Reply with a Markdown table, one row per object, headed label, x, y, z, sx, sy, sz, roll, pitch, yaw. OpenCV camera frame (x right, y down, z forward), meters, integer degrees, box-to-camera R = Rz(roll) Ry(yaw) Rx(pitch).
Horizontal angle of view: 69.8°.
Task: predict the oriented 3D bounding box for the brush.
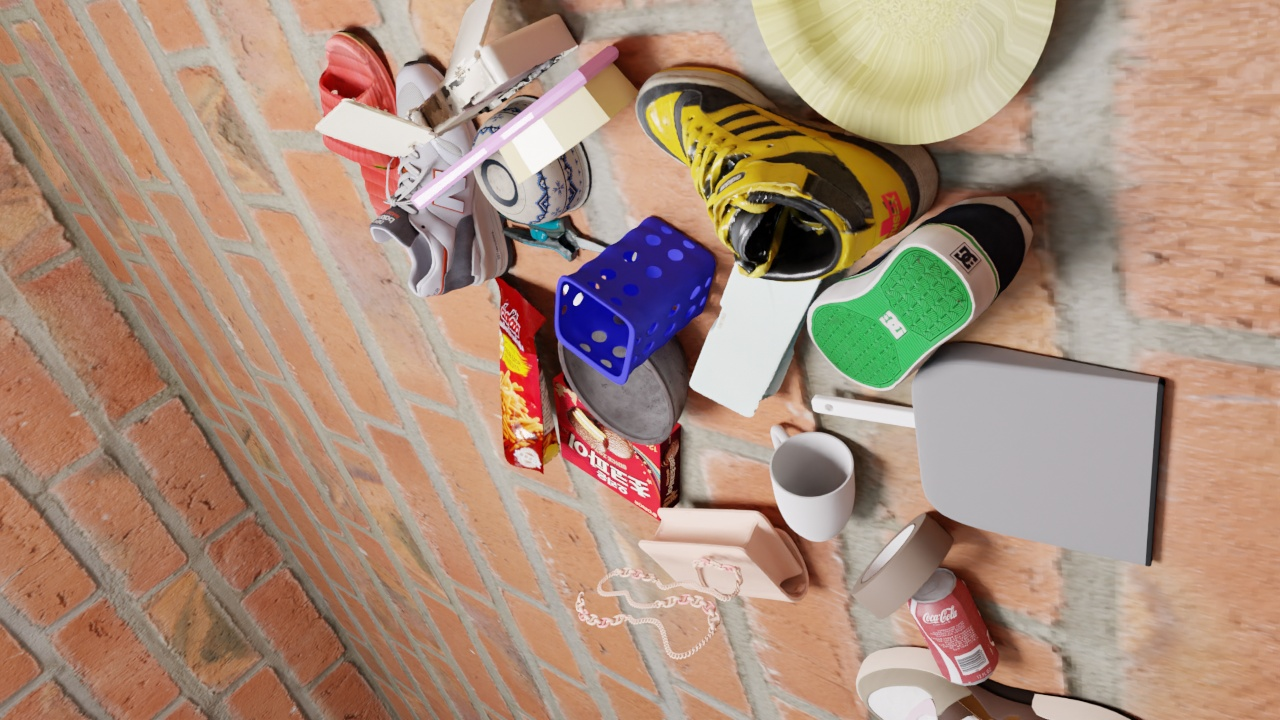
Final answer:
| label | x | y | z | sx | sy | sz | roll | pitch | yaw |
| --- | --- | --- | --- | --- | --- | --- | --- | --- | --- |
| brush | -0.100 | -0.173 | 0.749 | 0.229 | 0.089 | 0.043 | -27 | 109 | 32 |

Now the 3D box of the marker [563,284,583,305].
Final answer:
| label | x | y | z | sx | sy | sz | roll | pitch | yaw |
| --- | --- | --- | --- | --- | --- | --- | --- | --- | --- |
| marker | -0.046 | -0.030 | 0.945 | 0.025 | 0.025 | 0.126 | 6 | 128 | 47 |

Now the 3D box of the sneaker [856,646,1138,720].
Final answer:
| label | x | y | z | sx | sy | sz | roll | pitch | yaw |
| --- | --- | --- | --- | --- | --- | --- | --- | --- | --- |
| sneaker | 0.310 | 0.360 | 0.836 | 0.294 | 0.116 | 0.112 | 5 | 127 | 47 |

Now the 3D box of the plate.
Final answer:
| label | x | y | z | sx | sy | sz | roll | pitch | yaw |
| --- | --- | --- | --- | --- | --- | --- | --- | --- | --- |
| plate | 0.147 | -0.216 | 0.518 | 0.184 | 0.036 | 0.185 | 31 | 143 | 27 |

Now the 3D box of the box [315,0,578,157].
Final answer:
| label | x | y | z | sx | sy | sz | roll | pitch | yaw |
| --- | --- | --- | --- | --- | --- | --- | --- | --- | --- |
| box | -0.159 | -0.228 | 0.733 | 0.144 | 0.181 | 0.081 | -17 | 109 | 48 |

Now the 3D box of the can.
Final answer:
| label | x | y | z | sx | sy | sz | roll | pitch | yaw |
| --- | --- | --- | --- | --- | --- | --- | --- | --- | --- |
| can | 0.274 | 0.234 | 0.809 | 0.054 | 0.053 | 0.096 | -6 | 118 | 52 |

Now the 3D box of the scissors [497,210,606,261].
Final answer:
| label | x | y | z | sx | sy | sz | roll | pitch | yaw |
| --- | --- | --- | --- | --- | --- | --- | --- | --- | --- |
| scissors | -0.091 | -0.129 | 0.903 | 0.135 | 0.019 | 0.130 | 49 | 147 | -3 |

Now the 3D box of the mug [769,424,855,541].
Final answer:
| label | x | y | z | sx | sy | sz | roll | pitch | yaw |
| --- | --- | --- | --- | --- | --- | --- | --- | --- | --- |
| mug | 0.149 | 0.108 | 0.831 | 0.107 | 0.071 | 0.089 | 57 | 169 | 44 |

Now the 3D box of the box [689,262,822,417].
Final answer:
| label | x | y | z | sx | sy | sz | roll | pitch | yaw |
| --- | --- | --- | --- | --- | --- | --- | --- | --- | --- |
| box | 0.097 | -0.031 | 0.751 | 0.086 | 0.072 | 0.199 | 55 | 151 | 28 |

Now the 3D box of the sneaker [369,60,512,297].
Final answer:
| label | x | y | z | sx | sy | sz | roll | pitch | yaw |
| --- | --- | --- | --- | --- | --- | --- | --- | --- | --- |
| sneaker | -0.215 | -0.164 | 0.916 | 0.089 | 0.124 | 0.240 | 14 | 133 | 42 |

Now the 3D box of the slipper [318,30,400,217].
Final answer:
| label | x | y | z | sx | sy | sz | roll | pitch | yaw |
| --- | --- | --- | --- | --- | --- | --- | --- | --- | --- |
| slipper | -0.306 | -0.239 | 1.011 | 0.103 | 0.059 | 0.249 | 29 | 144 | 27 |

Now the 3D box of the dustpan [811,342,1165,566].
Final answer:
| label | x | y | z | sx | sy | sz | roll | pitch | yaw |
| --- | --- | --- | --- | --- | --- | --- | --- | --- | --- |
| dustpan | 0.245 | 0.058 | 0.691 | 0.258 | 0.033 | 0.163 | 8 | 130 | 34 |

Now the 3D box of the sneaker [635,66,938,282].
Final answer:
| label | x | y | z | sx | sy | sz | roll | pitch | yaw |
| --- | --- | --- | --- | --- | --- | --- | --- | --- | --- |
| sneaker | 0.067 | -0.126 | 0.627 | 0.239 | 0.121 | 0.086 | 26 | 139 | 30 |

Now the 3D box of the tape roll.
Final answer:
| label | x | y | z | sx | sy | sz | roll | pitch | yaw |
| --- | --- | --- | --- | --- | --- | --- | --- | --- | --- |
| tape roll | 0.220 | 0.173 | 0.774 | 0.030 | 0.093 | 0.094 | 42 | 147 | 11 |

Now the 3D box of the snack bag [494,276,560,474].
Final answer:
| label | x | y | z | sx | sy | sz | roll | pitch | yaw |
| --- | --- | --- | --- | --- | --- | --- | --- | --- | --- |
| snack bag | -0.129 | 0.013 | 1.034 | 0.139 | 0.066 | 0.208 | -130 | 35 | -52 |

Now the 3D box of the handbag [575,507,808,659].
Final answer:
| label | x | y | z | sx | sy | sz | roll | pitch | yaw |
| --- | --- | --- | --- | --- | --- | --- | --- | --- | --- |
| handbag | 0.056 | 0.251 | 0.958 | 0.199 | 0.186 | 0.116 | -6 | 130 | 45 |

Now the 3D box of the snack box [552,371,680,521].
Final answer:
| label | x | y | z | sx | sy | sz | roll | pitch | yaw |
| --- | --- | --- | --- | --- | --- | --- | --- | --- | --- |
| snack box | -0.026 | 0.092 | 1.034 | 0.152 | 0.035 | 0.133 | 29 | 142 | 28 |

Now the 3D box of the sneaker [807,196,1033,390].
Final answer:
| label | x | y | z | sx | sy | sz | roll | pitch | yaw |
| --- | --- | --- | --- | --- | --- | --- | --- | --- | --- |
| sneaker | 0.187 | -0.043 | 0.629 | 0.084 | 0.079 | 0.236 | 50 | 164 | 5 |

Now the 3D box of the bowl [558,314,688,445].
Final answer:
| label | x | y | z | sx | sy | sz | roll | pitch | yaw |
| --- | --- | --- | --- | --- | --- | --- | --- | --- | --- |
| bowl | -0.005 | 0.005 | 0.893 | 0.145 | 0.067 | 0.145 | 31 | 143 | 26 |

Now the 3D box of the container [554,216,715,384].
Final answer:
| label | x | y | z | sx | sy | sz | roll | pitch | yaw |
| --- | --- | --- | --- | --- | --- | --- | --- | --- | --- |
| container | -0.004 | -0.054 | 0.789 | 0.084 | 0.113 | 0.085 | 36 | 145 | 19 |

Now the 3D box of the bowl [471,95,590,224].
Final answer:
| label | x | y | z | sx | sy | sz | roll | pitch | yaw |
| --- | --- | --- | --- | --- | --- | --- | --- | --- | --- |
| bowl | -0.108 | -0.175 | 0.839 | 0.115 | 0.059 | 0.116 | 31 | 143 | 26 |
